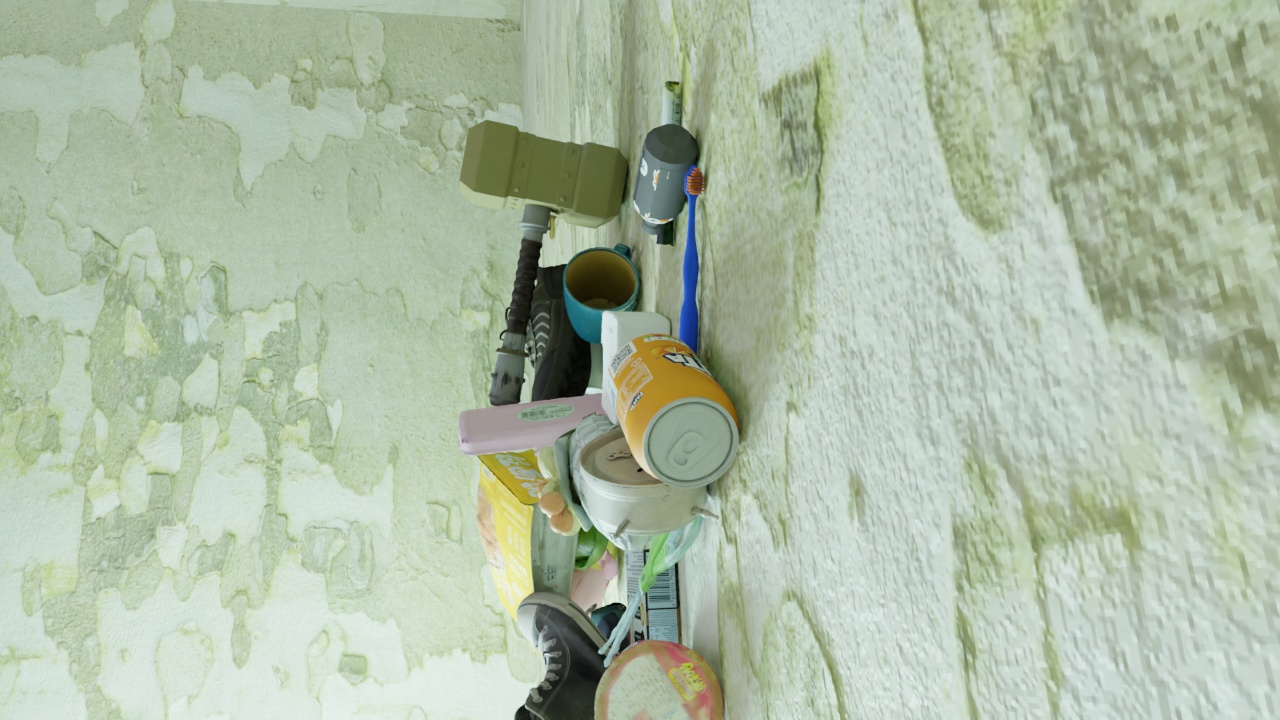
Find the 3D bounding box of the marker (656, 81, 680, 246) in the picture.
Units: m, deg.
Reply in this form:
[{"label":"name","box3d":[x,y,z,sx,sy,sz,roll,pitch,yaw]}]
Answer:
[{"label":"marker","box3d":[0.026,-0.178,0.835,0.017,0.017,0.146,-127,39,-73]}]

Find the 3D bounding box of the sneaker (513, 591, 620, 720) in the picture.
[{"label":"sneaker","box3d":[-0.095,0.339,0.981,0.235,0.119,0.095,38,133,44]}]

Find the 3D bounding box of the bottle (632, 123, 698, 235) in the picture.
[{"label":"bottle","box3d":[0.019,-0.152,0.790,0.113,0.047,0.047,104,162,-54]}]

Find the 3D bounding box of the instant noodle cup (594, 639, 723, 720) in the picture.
[{"label":"instant noodle cup","box3d":[0.012,0.268,0.741,0.109,0.097,0.097,103,165,-81]}]

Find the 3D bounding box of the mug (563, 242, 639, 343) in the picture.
[{"label":"mug","box3d":[-0.040,-0.080,1.058,0.104,0.084,0.112,99,-164,-64]}]

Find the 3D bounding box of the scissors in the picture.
[{"label":"scissors","box3d":[0.004,0.187,0.793,0.176,0.032,0.078,-58,24,12]}]

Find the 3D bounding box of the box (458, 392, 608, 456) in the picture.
[{"label":"box","box3d":[-0.116,0.075,1.095,0.150,0.201,0.073,175,88,-79]}]

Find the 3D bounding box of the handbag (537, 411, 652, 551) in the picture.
[{"label":"handbag","box3d":[-0.040,0.122,0.886,0.171,0.123,0.112,-166,56,-76]}]

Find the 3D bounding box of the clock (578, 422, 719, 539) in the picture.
[{"label":"clock","box3d":[0.000,0.092,0.750,0.157,0.103,0.061,-127,31,-65]}]

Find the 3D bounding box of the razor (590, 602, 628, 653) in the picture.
[{"label":"razor","box3d":[-0.023,0.317,1.048,0.052,0.047,0.143,-66,14,0]}]

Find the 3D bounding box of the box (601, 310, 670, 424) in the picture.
[{"label":"box","box3d":[0.004,0.005,0.906,0.102,0.076,0.107,-148,56,-76]}]

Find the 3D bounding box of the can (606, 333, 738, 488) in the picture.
[{"label":"can","box3d":[0.022,0.035,0.689,0.142,0.079,0.079,-119,31,-69]}]

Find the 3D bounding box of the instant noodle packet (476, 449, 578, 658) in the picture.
[{"label":"instant noodle packet","box3d":[-0.143,0.239,1.145,0.163,0.084,0.222,29,120,54]}]

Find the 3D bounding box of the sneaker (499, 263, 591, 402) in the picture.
[{"label":"sneaker","box3d":[-0.137,-0.032,1.205,0.101,0.143,0.237,61,-142,-64]}]

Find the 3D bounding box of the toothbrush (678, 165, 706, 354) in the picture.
[{"label":"toothbrush","box3d":[0.042,-0.067,0.752,0.018,0.016,0.182,-150,60,-72]}]

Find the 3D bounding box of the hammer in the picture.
[{"label":"hammer","box3d":[-0.139,-0.104,1.111,0.101,0.190,0.325,-171,90,-80]}]

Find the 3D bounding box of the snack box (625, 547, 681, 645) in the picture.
[{"label":"snack box","box3d":[0.013,0.274,0.874,0.101,0.031,0.185,130,138,-74]}]

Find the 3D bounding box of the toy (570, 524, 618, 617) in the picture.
[{"label":"toy","box3d":[-0.070,0.219,1.172,0.190,0.087,0.238,-143,60,-67]}]

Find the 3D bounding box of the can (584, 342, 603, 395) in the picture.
[{"label":"can","box3d":[-0.079,0.001,1.269,0.064,0.064,0.127,114,153,-66]}]
